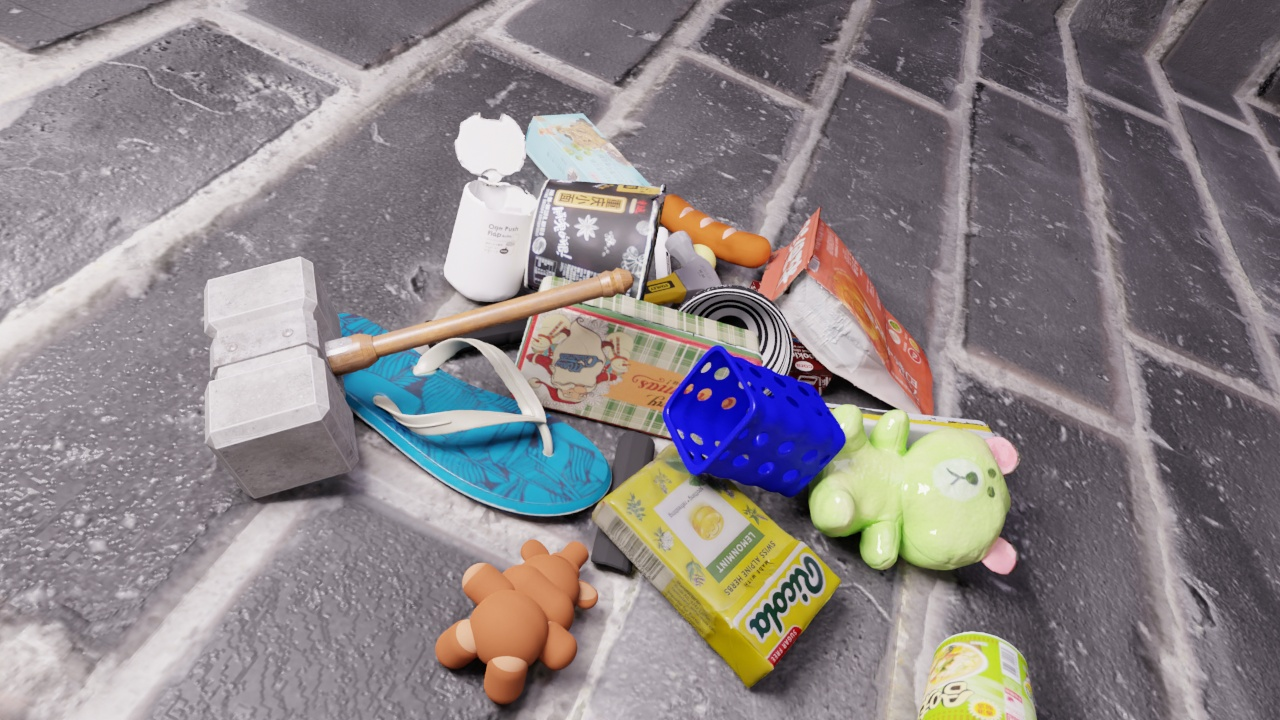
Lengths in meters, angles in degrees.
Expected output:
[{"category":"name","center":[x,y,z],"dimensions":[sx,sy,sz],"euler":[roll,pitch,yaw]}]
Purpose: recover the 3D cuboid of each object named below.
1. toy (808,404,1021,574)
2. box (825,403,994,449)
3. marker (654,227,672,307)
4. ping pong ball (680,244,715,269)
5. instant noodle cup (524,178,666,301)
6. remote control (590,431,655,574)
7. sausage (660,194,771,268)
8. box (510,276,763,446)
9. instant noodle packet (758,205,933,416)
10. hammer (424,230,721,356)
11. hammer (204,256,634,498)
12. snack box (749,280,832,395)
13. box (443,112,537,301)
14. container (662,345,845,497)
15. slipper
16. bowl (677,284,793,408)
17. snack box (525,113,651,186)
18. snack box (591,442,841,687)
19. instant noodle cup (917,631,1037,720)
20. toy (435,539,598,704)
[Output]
[{"category":"toy","center":[0.237,0.119,0.813],"dimensions":[0.196,0.107,0.149],"euler":[21,59,-17]},{"category":"box","center":[0.247,0.082,0.884],"dimensions":[0.209,0.065,0.037],"euler":[8,36,-18]},{"category":"marker","center":[0.024,-0.104,1.016],"dimensions":[0.020,0.017,0.133],"euler":[25,37,-23]},{"category":"ping pong ball","center":[0.064,-0.110,1.024],"dimensions":[0.040,0.040,0.040],"euler":[13,41,-12]},{"category":"instant noodle cup","center":[-0.043,-0.106,0.849],"dimensions":[0.112,0.138,0.137],"euler":[12,41,0]},{"category":"remote control","center":[-0.012,0.116,0.761],"dimensions":[0.033,0.015,0.146],"euler":[19,40,-5]},{"category":"sausage","center":[0.080,-0.146,1.051],"dimensions":[0.164,0.044,0.039],"euler":[33,15,35]},{"category":"box","center":[-0.005,0.005,0.810],"dimensions":[0.205,0.118,0.050],"euler":[16,39,-11]},{"category":"instant noodle packet","center":[0.238,-0.042,0.981],"dimensions":[0.221,0.084,0.164],"euler":[40,29,-8]},{"category":"hammer","center":[-0.054,-0.050,0.900],"dimensions":[0.322,0.029,0.127],"euler":[-16,61,-31]},{"category":"hammer","center":[-0.157,-0.022,0.700],"dimensions":[0.317,0.083,0.162],"euler":[-16,52,-8]},{"category":"snack box","center":[0.155,-0.025,0.981],"dimensions":[0.051,0.032,0.140],"euler":[6,43,-19]},{"category":"box","center":[-0.146,-0.149,0.889],"dimensions":[0.084,0.156,0.125],"euler":[7,32,-24]},{"category":"container","center":[0.095,0.054,0.761],"dimensions":[0.113,0.085,0.084],"euler":[20,30,-36]},{"category":"slipper","center":[-0.157,0.033,0.751],"dimensions":[0.295,0.060,0.117],"euler":[30,44,9]},{"category":"bowl","center":[0.086,-0.018,0.884],"dimensions":[0.120,0.120,0.066],"euler":[23,20,0]},{"category":"snack box","center":[-0.061,-0.223,1.081],"dimensions":[0.074,0.053,0.174],"euler":[-15,52,-36]},{"category":"snack box","center":[0.059,0.148,0.723],"dimensions":[0.181,0.045,0.121],"euler":[44,41,14]},{"category":"instant noodle cup","center":[0.247,0.262,0.671],"dimensions":[0.099,0.099,0.107],"euler":[29,33,7]},{"category":"toy","center":[-0.079,0.173,0.645],"dimensions":[0.095,0.065,0.127],"euler":[39,33,6]}]
